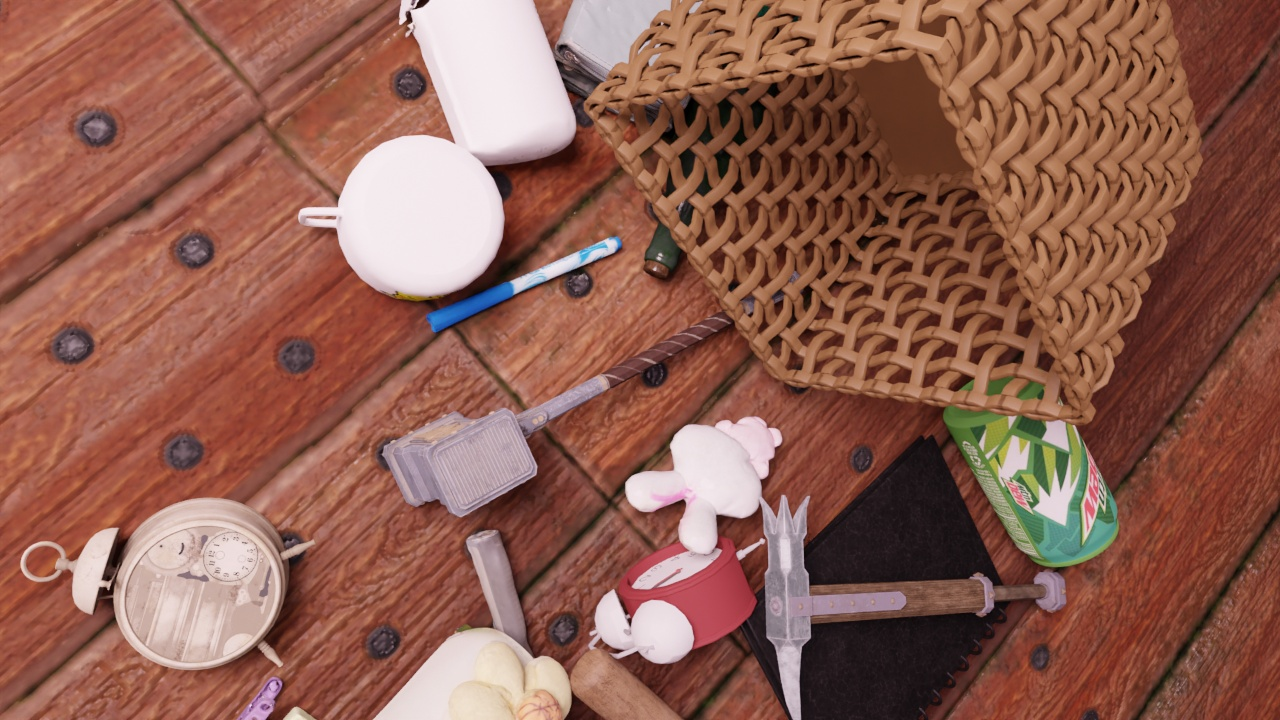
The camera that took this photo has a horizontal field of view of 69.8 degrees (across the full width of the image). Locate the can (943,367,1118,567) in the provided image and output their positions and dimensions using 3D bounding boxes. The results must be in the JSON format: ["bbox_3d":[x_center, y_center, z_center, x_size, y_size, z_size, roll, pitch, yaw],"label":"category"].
[{"bbox_3d":[0.307,0.083,0.719,0.083,0.083,0.144,-37,103,-18],"label":"can"}]

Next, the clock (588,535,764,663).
[{"bbox_3d":[0.022,0.157,0.601,0.124,0.087,0.044,-26,98,-31],"label":"clock"}]

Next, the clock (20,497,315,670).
[{"bbox_3d":[-0.261,0.122,0.506,0.140,0.055,0.093,16,84,-23],"label":"clock"}]

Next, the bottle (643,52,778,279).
[{"bbox_3d":[0.043,-0.136,0.630,0.055,0.055,0.174,26,81,-20],"label":"bottle"}]

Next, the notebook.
[{"bbox_3d":[0.184,0.187,0.679,0.230,0.019,0.169,-34,102,-32],"label":"notebook"}]

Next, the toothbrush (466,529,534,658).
[{"bbox_3d":[-0.078,0.200,0.598,0.024,0.022,0.185,-13,97,12],"label":"toothbrush"}]

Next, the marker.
[{"bbox_3d":[-0.073,-0.052,0.605,0.141,0.013,0.013,-26,99,-20],"label":"marker"}]

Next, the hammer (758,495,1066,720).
[{"bbox_3d":[0.214,0.177,0.667,0.316,0.028,0.147,7,77,-33],"label":"hammer"}]

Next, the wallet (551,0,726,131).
[{"bbox_3d":[0.002,-0.231,0.615,0.100,0.054,0.131,27,77,-22],"label":"wallet"}]

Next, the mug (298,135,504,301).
[{"bbox_3d":[-0.142,-0.083,0.547,0.115,0.068,0.094,-1,90,-22],"label":"mug"}]

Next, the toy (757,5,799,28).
[{"bbox_3d":[0.164,-0.283,0.675,0.193,0.072,0.130,-8,93,-13],"label":"toy"}]

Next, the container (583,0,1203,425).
[{"bbox_3d":[0.159,-0.135,0.539,0.251,0.220,0.213,50,63,-34],"label":"container"}]

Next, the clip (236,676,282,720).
[{"bbox_3d":[-0.227,0.207,0.541,0.014,0.045,0.051,37,119,-17],"label":"clip"}]

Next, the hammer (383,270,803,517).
[{"bbox_3d":[-0.004,0.004,0.604,0.321,0.099,0.044,-28,100,-28],"label":"hammer"}]

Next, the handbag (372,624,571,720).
[{"bbox_3d":[-0.075,0.252,0.535,0.171,0.124,0.112,63,28,-8],"label":"handbag"}]

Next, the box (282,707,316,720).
[{"bbox_3d":[-0.169,0.310,0.540,0.188,0.061,0.133,43,36,-18],"label":"box"}]

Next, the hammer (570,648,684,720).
[{"bbox_3d":[0.060,0.283,0.608,0.129,0.040,0.322,-51,120,-18],"label":"hammer"}]

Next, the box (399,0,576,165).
[{"bbox_3d":[-0.102,-0.197,0.560,0.091,0.081,0.160,-19,95,-13],"label":"box"}]

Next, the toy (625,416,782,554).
[{"bbox_3d":[0.050,0.079,0.633,0.076,0.037,0.125,42,51,13],"label":"toy"}]
